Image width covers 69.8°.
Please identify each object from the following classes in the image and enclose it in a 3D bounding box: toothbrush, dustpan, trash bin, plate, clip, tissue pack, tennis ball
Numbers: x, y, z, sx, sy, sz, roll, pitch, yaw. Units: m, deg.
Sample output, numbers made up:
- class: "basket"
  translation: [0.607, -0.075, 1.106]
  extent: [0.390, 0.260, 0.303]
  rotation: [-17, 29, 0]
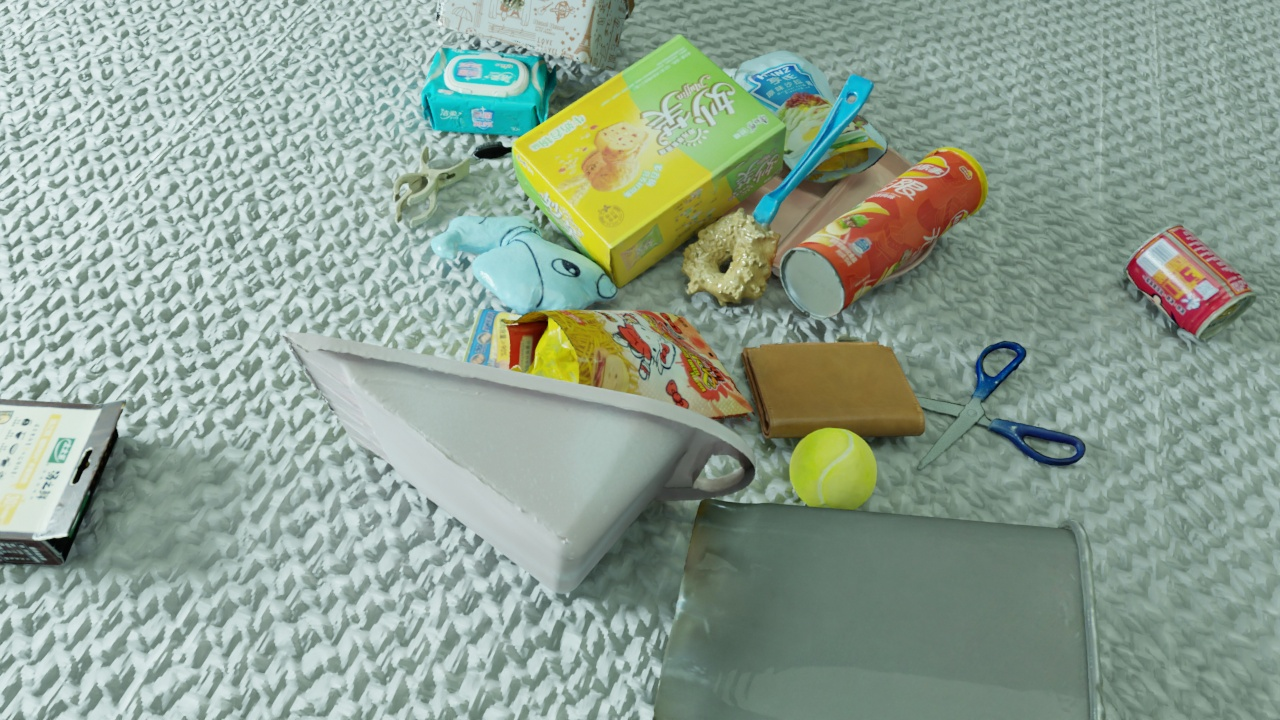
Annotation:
- class: "toothbrush"
  translation: [-0.080, -0.231, 0.950]
  extent: [0.188, 0.014, 0.016]
  rotation: [-13, 43, -15]
- class: "dustpan"
  translation: [-0.071, 0.049, 0.618]
  extent: [0.273, 0.223, 0.138]
  rotation: [37, 69, 6]
- class: "trash bin"
  translation: [0.128, 0.193, 0.543]
  extent: [0.220, 0.199, 0.198]
  rotation: [9, 52, 9]
- class: "plate"
  translation: [0.179, -0.153, 0.907]
  extent: [0.229, 0.028, 0.229]
  rotation: [3, 52, -4]
- class: "clip"
  translation: [-0.206, -0.170, 0.880]
  extent: [0.070, 0.035, 0.099]
  rotation: [17, 48, 9]
- class: "tissue pack"
  translation: [-0.155, -0.280, 0.956]
  extent: [0.133, 0.050, 0.093]
  rotation: [3, 51, -4]
- class: "tennis ball"
  translation: [0.147, 0.084, 0.699]
  extent: [0.065, 0.066, 0.065]
  rotation: [3, 53, -4]

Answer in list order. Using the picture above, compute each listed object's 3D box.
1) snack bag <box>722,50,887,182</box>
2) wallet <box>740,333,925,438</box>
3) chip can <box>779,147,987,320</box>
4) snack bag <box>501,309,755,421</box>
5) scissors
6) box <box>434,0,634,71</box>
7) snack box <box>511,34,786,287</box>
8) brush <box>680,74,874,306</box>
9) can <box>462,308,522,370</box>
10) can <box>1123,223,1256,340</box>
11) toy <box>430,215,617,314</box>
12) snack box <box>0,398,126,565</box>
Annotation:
- class: "snack bag"
  translation: [0.162, -0.259, 0.947]
  extent: [0.110, 0.039, 0.191]
  rotation: [-23, 56, -9]
- class: "wallet"
  translation: [0.157, 0.022, 0.763]
  extent: [0.131, 0.031, 0.107]
  rotation: [-1, 43, -10]
- class: "chip can"
  translation: [0.219, -0.117, 0.821]
  extent: [0.216, 0.073, 0.073]
  rotation: [-34, 63, -27]
- class: "snack bag"
  translation: [-0.004, 0.004, 0.706]
  extent: [0.207, 0.073, 0.128]
  rotation: [-3, 44, -49]
- class: "scissors"
  translation: [0.294, 0.044, 0.778]
  extent: [0.162, 0.012, 0.175]
  rotation: [32, 59, 19]
- class: "box"
  translation: [-0.100, -0.403, 0.973]
  extent: [0.181, 0.148, 0.146]
  rotation: [17, 19, 7]
- class: "snack box"
  translation: [0.008, -0.191, 0.860]
  extent: [0.209, 0.070, 0.157]
  rotation: [-37, 66, -13]
- class: "brush"
  translation: [0.129, -0.154, 0.829]
  extent: [0.083, 0.046, 0.254]
  rotation: [34, 84, 29]
- class: "can"
  translation: [-0.097, 0.009, 0.739]
  extent: [0.083, 0.057, 0.101]
  rotation: [8, 53, 3]
- class: "can"
  translation: [0.509, -0.072, 0.852]
  extent: [0.066, 0.067, 0.093]
  rotation: [-20, 57, -19]
- class: "toy"
  translation: [-0.102, -0.083, 0.809]
  extent: [0.161, 0.050, 0.156]
  rotation: [3, 40, -16]
- class: "snack box"
  translation: [-0.438, 0.083, 0.650]
  extent: [0.125, 0.053, 0.113]
  rotation: [4, 52, -3]
